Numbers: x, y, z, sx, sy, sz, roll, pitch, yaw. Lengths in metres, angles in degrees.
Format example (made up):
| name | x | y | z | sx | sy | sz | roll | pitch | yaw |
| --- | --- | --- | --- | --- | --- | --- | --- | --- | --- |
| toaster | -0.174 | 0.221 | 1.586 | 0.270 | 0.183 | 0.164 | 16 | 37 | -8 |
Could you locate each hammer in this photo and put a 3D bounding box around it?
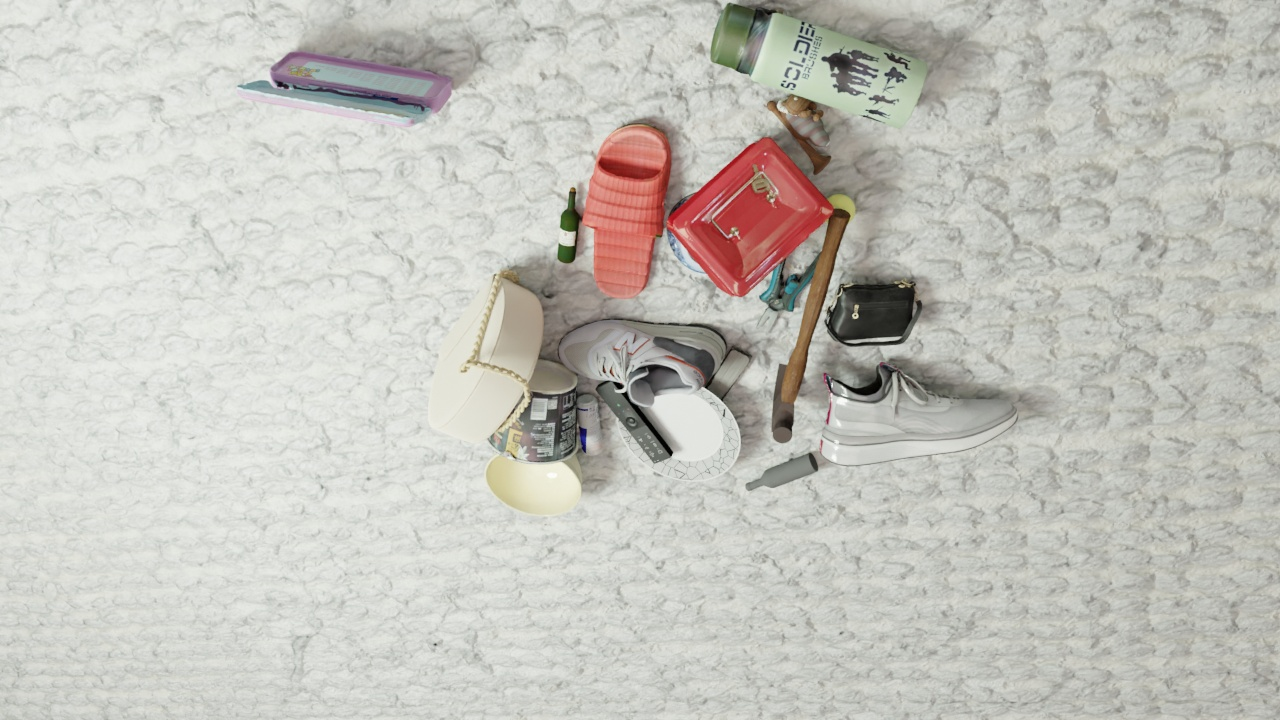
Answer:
| name | x | y | z | sx | sy | sz | roll | pitch | yaw |
| --- | --- | --- | --- | --- | --- | --- | --- | --- | --- |
| hammer | 0.214 | -0.042 | 1.172 | 0.033 | 0.115 | 0.324 | 12 | 125 | 3 |

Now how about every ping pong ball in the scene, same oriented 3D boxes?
| name | x | y | z | sx | sy | sz | roll | pitch | yaw |
| --- | --- | --- | --- | --- | --- | --- | --- | --- | --- |
| ping pong ball | 0.242 | -0.183 | 1.120 | 0.040 | 0.040 | 0.040 | 5 | 124 | 8 |

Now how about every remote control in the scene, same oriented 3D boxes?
| name | x | y | z | sx | sy | sz | roll | pitch | yaw |
| --- | --- | --- | --- | --- | --- | --- | --- | --- | --- |
| remote control | -0.009 | 0.089 | 1.344 | 0.035 | 0.013 | 0.150 | -26 | 110 | 35 |
| remote control | 0.113 | 0.036 | 1.306 | 0.033 | 0.013 | 0.137 | 27 | 124 | -5 |

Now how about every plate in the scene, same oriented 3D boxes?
| name | x | y | z | sx | sy | sz | roll | pitch | yaw |
| --- | --- | --- | --- | --- | --- | --- | --- | --- | --- |
| plate | 0.056 | 0.098 | 1.343 | 0.189 | 0.016 | 0.189 | 12 | 127 | 16 |

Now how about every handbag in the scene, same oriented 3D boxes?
| name | x | y | z | sx | sy | sz | roll | pitch | yaw |
| --- | --- | --- | --- | --- | --- | --- | --- | --- | --- |
| handbag | 0.297 | -0.064 | 1.168 | 0.128 | 0.054 | 0.079 | -4 | 119 | -9 |
| handbag | -0.215 | -0.002 | 1.229 | 0.103 | 0.208 | 0.211 | 25 | 126 | -26 |

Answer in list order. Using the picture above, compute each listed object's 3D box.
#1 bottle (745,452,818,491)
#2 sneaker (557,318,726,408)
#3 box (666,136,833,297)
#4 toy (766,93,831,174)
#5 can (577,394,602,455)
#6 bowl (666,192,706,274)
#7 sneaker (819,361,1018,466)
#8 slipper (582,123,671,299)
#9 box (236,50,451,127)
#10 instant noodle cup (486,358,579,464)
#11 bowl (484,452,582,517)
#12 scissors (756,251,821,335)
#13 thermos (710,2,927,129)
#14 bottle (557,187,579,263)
| name | x | y | z | sx | sy | sz | roll | pitch | yaw |
| --- | --- | --- | --- | --- | --- | --- | --- | --- | --- |
| bottle | 0.207 | 0.171 | 1.366 | 0.113 | 0.030 | 0.030 | -25 | 115 | 25 |
| sneaker | -0.007 | 0.007 | 1.244 | 0.240 | 0.124 | 0.089 | -3 | 122 | 13 |
| box | 0.127 | -0.169 | 1.095 | 0.157 | 0.110 | 0.134 | -41 | 98 | 5 |
| toy | 0.193 | -0.272 | 1.071 | 0.102 | 0.041 | 0.055 | 47 | 142 | -10 |
| can | -0.077 | 0.096 | 1.373 | 0.032 | 0.032 | 0.095 | 1 | 123 | 10 |
| bowl | 0.086 | -0.154 | 1.167 | 0.114 | 0.045 | 0.114 | 5 | 124 | 8 |
| sneaker | 0.368 | 0.060 | 1.233 | 0.263 | 0.096 | 0.129 | -7 | 100 | 6 |
| slipper | -0.021 | -0.178 | 1.165 | 0.103 | 0.059 | 0.249 | 12 | 126 | 3 |
| box | -0.345 | -0.318 | 1.082 | 0.214 | 0.150 | 0.035 | 11 | 123 | 5 |
| instant noodle cup | -0.148 | 0.067 | 1.316 | 0.137 | 0.137 | 0.112 | 13 | 115 | 2 |
| bowl | -0.156 | 0.162 | 1.402 | 0.151 | 0.075 | 0.151 | 6 | 131 | 7 |
| scissors | 0.192 | -0.097 | 1.199 | 0.148 | 0.019 | 0.123 | -23 | 117 | 26 |
| thermos | 0.193 | -0.331 | 1.013 | 0.231 | 0.082 | 0.082 | 18 | 125 | 0 |
| bottle | -0.093 | -0.177 | 1.200 | 0.025 | 0.025 | 0.106 | 12 | 125 | 4 |
